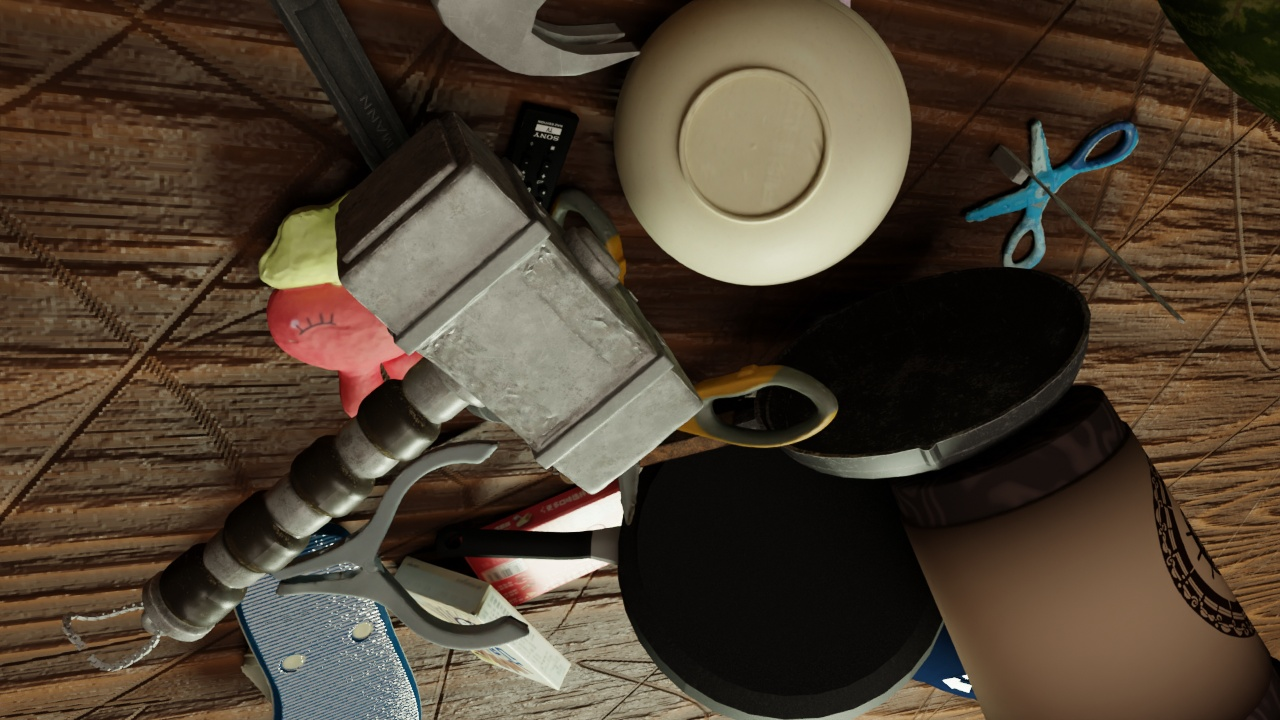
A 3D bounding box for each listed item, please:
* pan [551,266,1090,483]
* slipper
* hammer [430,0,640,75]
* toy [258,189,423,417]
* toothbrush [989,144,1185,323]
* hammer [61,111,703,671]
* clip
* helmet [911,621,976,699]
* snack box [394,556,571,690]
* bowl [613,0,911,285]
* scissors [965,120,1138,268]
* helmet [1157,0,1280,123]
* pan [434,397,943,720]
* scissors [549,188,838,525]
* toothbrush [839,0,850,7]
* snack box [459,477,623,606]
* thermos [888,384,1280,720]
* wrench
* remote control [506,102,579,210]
[{"bbox_3d":[0.102,0.032,0.590,0.358,0.207,0.040,-20,113,21],"label":"pan"},{"bbox_3d":[-0.231,0.228,0.677,0.118,0.060,0.295,-14,123,-22],"label":"slipper"},{"bbox_3d":[0.041,-0.250,0.373,0.328,0.039,0.131,-39,137,11],"label":"hammer"},{"bbox_3d":[-0.147,-0.026,0.482,0.091,0.045,0.135,-17,129,-17],"label":"toy"},{"bbox_3d":[0.256,-0.077,0.539,0.010,0.181,0.010,12,127,-28],"label":"toothbrush"},{"bbox_3d":[-0.142,0.051,0.446,0.326,0.079,0.177,-39,125,7],"label":"hammer"},{"bbox_3d":[-0.129,0.129,0.594,0.165,0.032,0.164,39,85,-8],"label":"clip"},{"bbox_3d":[0.271,0.146,0.710,0.222,0.232,0.273,-13,159,-31],"label":"helmet"},{"bbox_3d":[-0.117,0.200,0.692,0.026,0.082,0.150,-63,147,-28],"label":"snack box"},{"bbox_3d":[0.055,-0.103,0.435,0.151,0.075,0.151,3,106,9],"label":"bowl"},{"bbox_3d":[0.287,-0.120,0.639,0.140,0.011,0.134,-30,135,3],"label":"scissors"},{"bbox_3d":[0.339,-0.222,0.403,0.243,0.246,0.214,48,125,-6],"label":"helmet"},{"bbox_3d":[0.030,0.126,0.626,0.356,0.224,0.034,1,153,6],"label":"pan"},{"bbox_3d":[-0.003,0.004,0.532,0.226,0.016,0.230,-10,112,34],"label":"scissors"},{"bbox_3d":[0.103,-0.206,0.461,0.022,0.015,0.155,-50,146,-29],"label":"toothbrush"},{"bbox_3d":[-0.060,0.138,0.700,0.133,0.021,0.089,-23,137,-5],"label":"snack box"},{"bbox_3d":[0.253,0.143,0.529,0.173,0.226,0.172,-28,-179,0],"label":"thermos"},{"bbox_3d":[-0.106,-0.069,0.456,0.073,0.018,0.273,-49,135,-28],"label":"wrench"},{"bbox_3d":[-0.070,-0.074,0.503,0.030,0.009,0.140,4,128,-30],"label":"remote control"}]
